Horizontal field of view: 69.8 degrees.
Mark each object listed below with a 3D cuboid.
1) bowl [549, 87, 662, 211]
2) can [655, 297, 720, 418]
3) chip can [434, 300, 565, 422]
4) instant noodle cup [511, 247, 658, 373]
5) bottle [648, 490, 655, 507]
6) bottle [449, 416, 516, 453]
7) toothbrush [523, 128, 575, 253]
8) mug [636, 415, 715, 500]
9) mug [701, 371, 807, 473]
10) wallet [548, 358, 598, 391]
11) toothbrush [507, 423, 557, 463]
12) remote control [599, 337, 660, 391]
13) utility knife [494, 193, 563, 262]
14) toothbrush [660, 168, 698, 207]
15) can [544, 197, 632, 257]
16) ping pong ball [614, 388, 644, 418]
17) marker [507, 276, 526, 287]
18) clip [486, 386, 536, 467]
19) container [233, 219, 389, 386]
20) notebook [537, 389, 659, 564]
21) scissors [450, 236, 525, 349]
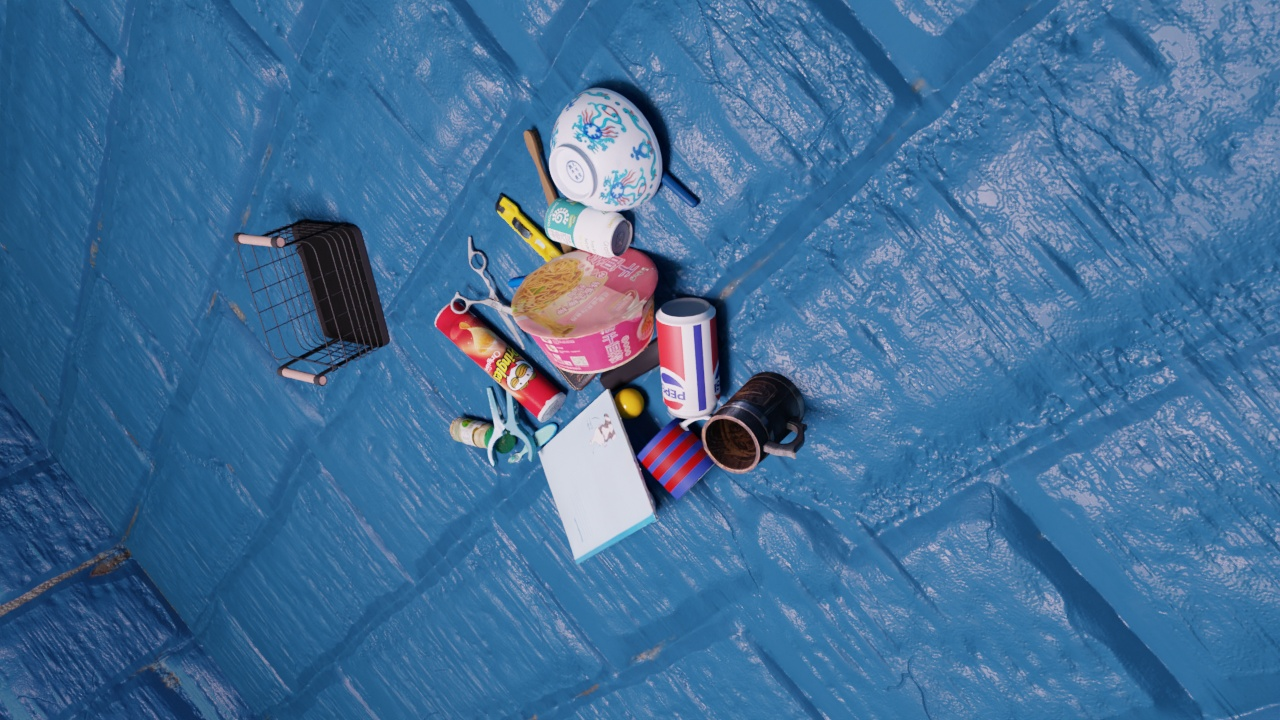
[{"bbox_3d":[-0.055,-0.225,1.036,0.144,0.074,0.144,28,138,27],"label":"bowl"},{"bbox_3d":[0.058,-0.003,1.096,0.070,0.070,0.132,12,122,32],"label":"can"},{"bbox_3d":[-0.202,-0.001,1.311,0.215,0.051,0.052,41,132,12],"label":"chip can"},{"bbox_3d":[-0.058,-0.056,1.099,0.179,0.178,0.078,13,138,32],"label":"instant noodle cup"},{"bbox_3d":[-0.039,0.225,1.308,0.062,0.061,0.138,51,133,3],"label":"bottle"},{"bbox_3d":[-0.244,0.114,1.417,0.111,0.043,0.043,9,120,36],"label":"bottle"},{"bbox_3d":[-0.112,-0.208,1.149,0.016,0.016,0.167,-1,116,39],"label":"toothbrush"},{"bbox_3d":[0.059,0.112,1.168,0.076,0.074,0.112,45,107,9],"label":"mug"},{"bbox_3d":[0.144,0.074,1.047,0.116,0.107,0.080,10,120,34],"label":"mug"},{"bbox_3d":[-0.072,-0.017,1.223,0.072,0.019,0.123,51,134,8],"label":"wallet"},{"bbox_3d":[-0.163,0.126,1.377,0.136,0.017,0.022,-39,81,44],"label":"toothbrush"},{"bbox_3d":[-0.007,0.007,1.189,0.137,0.015,0.032,-32,93,44],"label":"remote control"},{"bbox_3d":[-0.133,-0.157,1.189,0.165,0.017,0.031,43,137,13],"label":"utility knife"},{"bbox_3d":[0.003,-0.231,1.047,0.167,0.014,0.014,44,139,8],"label":"toothbrush"},{"bbox_3d":[-0.064,-0.161,1.110,0.102,0.054,0.055,21,126,28],"label":"can"},{"bbox_3d":[-0.015,0.057,1.207,0.040,0.040,0.040,19,125,29],"label":"ping pong ball"},{"bbox_3d":[-0.123,-0.110,1.215,0.142,0.013,0.013,-5,111,39],"label":"marker"},{"bbox_3d":[-0.177,0.099,1.350,0.121,0.031,0.130,13,97,10],"label":"clip"},{"bbox_3d":[-0.519,-0.100,1.445,0.163,0.130,0.241,10,120,34],"label":"container"},{"bbox_3d":[-0.066,0.168,1.262,0.254,0.009,0.181,-43,65,53],"label":"notebook"},{"bbox_3d":[-0.202,-0.094,1.277,0.142,0.014,0.162,3,103,18],"label":"scissors"}]
